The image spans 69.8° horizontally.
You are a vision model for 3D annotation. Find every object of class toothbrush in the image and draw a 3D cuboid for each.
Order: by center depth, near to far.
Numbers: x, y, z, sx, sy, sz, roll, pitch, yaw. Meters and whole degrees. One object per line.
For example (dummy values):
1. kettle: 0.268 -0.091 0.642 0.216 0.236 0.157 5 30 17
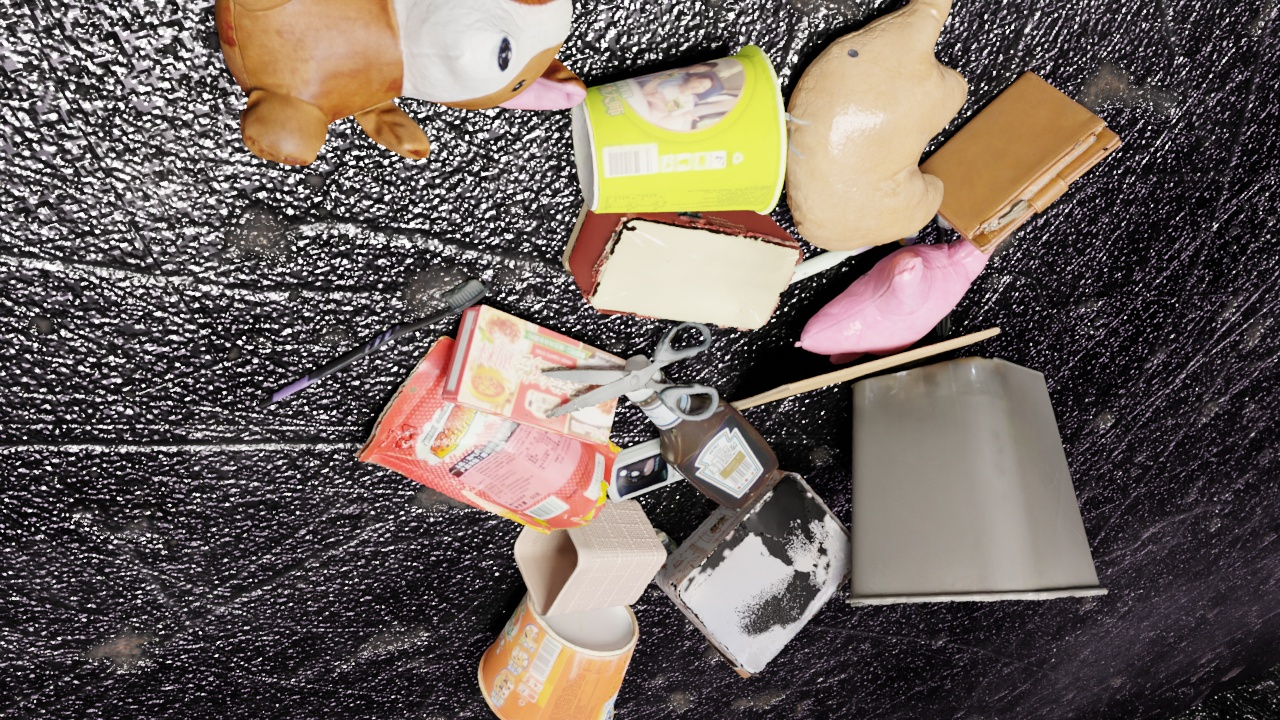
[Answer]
1. toothbrush: -0.197 -0.013 0.675 0.189 0.014 0.017 -28 130 -2
2. toothbrush: 0.154 -0.080 0.799 0.189 0.029 0.020 -21 94 -8
3. toothbrush: 0.290 -0.080 0.876 0.015 0.018 0.181 -28 138 -7

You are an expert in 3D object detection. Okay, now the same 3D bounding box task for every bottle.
1. bottle: 0.049 0.064 0.838 0.080 0.044 0.195 -50 125 -3

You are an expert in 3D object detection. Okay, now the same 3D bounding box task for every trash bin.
1. trash bin: 0.308 0.124 0.890 0.198 0.219 0.199 11 160 -43

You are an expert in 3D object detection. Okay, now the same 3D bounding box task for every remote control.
1. remote control: 0.035 0.095 0.895 0.150 0.021 0.058 -19 136 -13

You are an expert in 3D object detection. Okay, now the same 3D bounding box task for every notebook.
1. notebook: 0.200 0.011 0.846 0.211 0.012 0.150 -14 174 -17

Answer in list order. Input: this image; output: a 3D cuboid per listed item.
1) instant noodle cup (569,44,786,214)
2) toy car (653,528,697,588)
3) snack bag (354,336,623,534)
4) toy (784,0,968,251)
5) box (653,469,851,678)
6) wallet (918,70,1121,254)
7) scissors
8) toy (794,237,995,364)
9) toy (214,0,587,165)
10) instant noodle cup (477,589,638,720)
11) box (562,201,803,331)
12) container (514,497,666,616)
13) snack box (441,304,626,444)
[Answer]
1. instant noodle cup: 0.020 -0.146 0.610 0.123 0.111 0.112 -9 134 -10
2. toy car: 0.029 0.215 0.992 0.042 0.035 0.090 -32 135 4
3. snack bag: -0.116 0.072 0.766 0.207 0.073 0.129 35 101 -36
4. toy: 0.172 -0.183 0.676 0.143 0.082 0.226 -14 130 -17
5. box: 0.116 0.217 0.986 0.180 0.205 0.158 -45 96 -9
6. wallet: 0.294 -0.160 0.736 0.132 0.107 0.031 -43 138 12
7. scissors: 0.001 0.018 0.758 0.165 0.014 0.163 46 64 -26
8. toy: 0.217 -0.049 0.801 0.178 0.074 0.195 -25 163 -9
9. toy: -0.119 -0.180 0.493 0.199 0.130 0.140 -16 130 -29
10. instant noodle cup: -0.077 0.297 0.939 0.151 0.151 0.112 9 116 -34
11. box: 0.036 -0.072 0.700 0.168 0.077 0.091 5 126 -31
12. container: -0.046 0.187 0.889 0.110 0.090 0.090 8 125 -37
13. snack box: -0.080 0.014 0.725 0.152 0.025 0.075 22 77 -41
